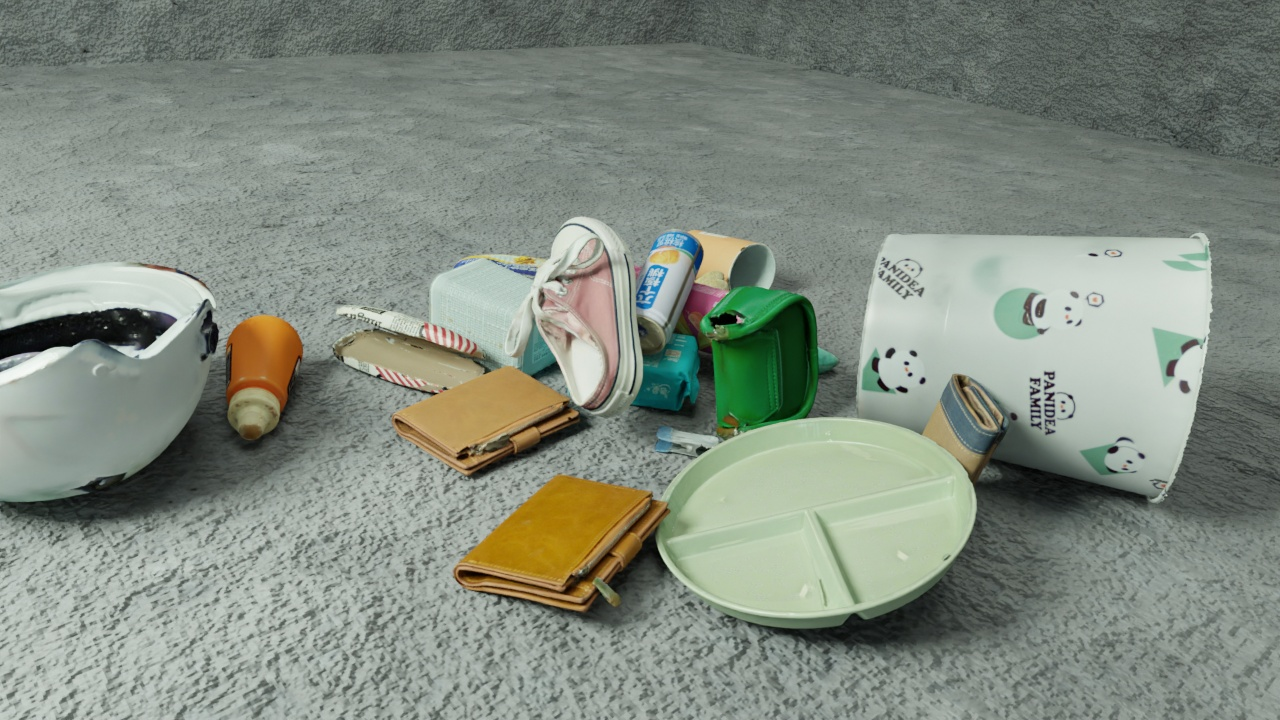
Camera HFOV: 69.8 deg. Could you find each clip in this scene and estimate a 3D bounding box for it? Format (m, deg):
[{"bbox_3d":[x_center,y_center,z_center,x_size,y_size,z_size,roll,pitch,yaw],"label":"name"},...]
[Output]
[{"bbox_3d":[0.041,0.073,0.809,0.058,0.038,0.026,12,25,11],"label":"clip"}]

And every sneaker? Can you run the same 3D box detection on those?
[{"bbox_3d":[-0.061,-0.055,0.832,0.087,0.119,0.240,24,37,-33],"label":"sneaker"}]

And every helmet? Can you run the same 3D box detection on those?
[{"bbox_3d":[-0.439,0.019,0.694,0.229,0.146,0.258,4,18,-5],"label":"helmet"}]

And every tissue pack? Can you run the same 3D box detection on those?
[{"bbox_3d":[-0.005,0.005,0.902,0.133,0.050,0.093,8,26,7],"label":"tissue pack"}]

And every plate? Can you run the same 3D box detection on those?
[{"bbox_3d":[0.125,0.113,0.673,0.230,0.027,0.229,-10,27,5],"label":"plate"}]

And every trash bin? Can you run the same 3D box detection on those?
[{"bbox_3d":[0.335,-0.009,0.815,0.252,0.230,0.228,8,26,20],"label":"trash bin"}]

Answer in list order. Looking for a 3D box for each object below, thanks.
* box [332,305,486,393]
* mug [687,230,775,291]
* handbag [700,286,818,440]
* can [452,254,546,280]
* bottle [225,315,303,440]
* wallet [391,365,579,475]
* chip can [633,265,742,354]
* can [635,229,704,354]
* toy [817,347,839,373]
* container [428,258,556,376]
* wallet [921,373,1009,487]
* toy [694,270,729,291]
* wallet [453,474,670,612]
[{"bbox_3d":[-0.223,-0.025,0.891,0.164,0.082,0.075,15,26,24],"label":"box"},{"bbox_3d":[0.102,-0.125,1.163,0.078,0.078,0.123,-14,28,-33],"label":"mug"},{"bbox_3d":[0.107,0.004,0.838,0.068,0.131,0.119,10,28,37],"label":"handbag"},{"bbox_3d":[-0.144,-0.074,1.015,0.148,0.075,0.049,6,30,4],"label":"can"},{"bbox_3d":[-0.338,0.019,0.814,0.066,0.067,0.149,-2,35,-14],"label":"bottle"},{"bbox_3d":[-0.134,0.050,0.811,0.108,0.031,0.131,25,36,35],"label":"wallet"},{"bbox_3d":[0.034,-0.054,0.970,0.211,0.071,0.071,19,29,29],"label":"chip can"},{"bbox_3d":[0.020,-0.068,0.893,0.053,0.053,0.134,11,47,13],"label":"can"},{"bbox_3d":[0.165,0.001,0.969,0.091,0.030,0.096,-7,21,-33],"label":"toy"},{"bbox_3d":[-0.142,-0.038,0.930,0.111,0.090,0.089,22,31,24],"label":"container"},{"bbox_3d":[0.242,0.078,0.723,0.033,0.115,0.090,16,26,-5],"label":"wallet"},{"bbox_3d":[0.083,-0.062,1.051,0.157,0.066,0.104,20,41,13],"label":"toy"},{"bbox_3d":[-0.047,0.126,0.653,0.119,0.035,0.130,8,25,27],"label":"wallet"}]
